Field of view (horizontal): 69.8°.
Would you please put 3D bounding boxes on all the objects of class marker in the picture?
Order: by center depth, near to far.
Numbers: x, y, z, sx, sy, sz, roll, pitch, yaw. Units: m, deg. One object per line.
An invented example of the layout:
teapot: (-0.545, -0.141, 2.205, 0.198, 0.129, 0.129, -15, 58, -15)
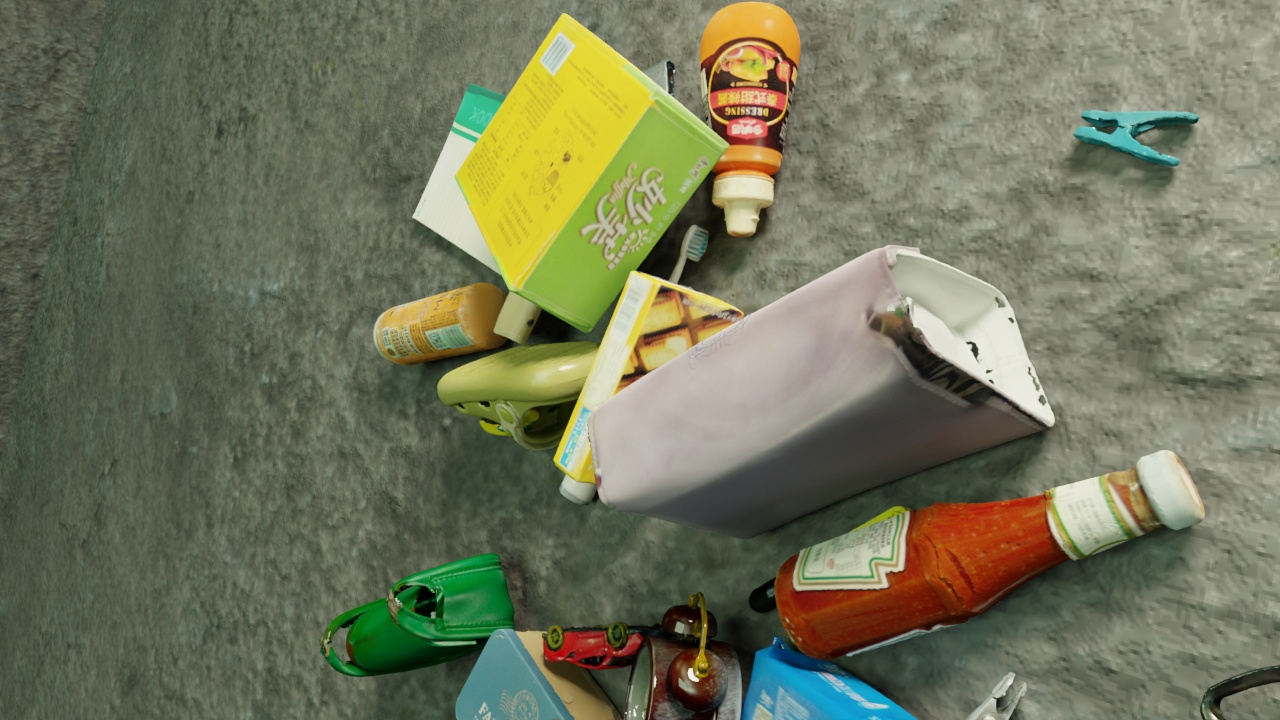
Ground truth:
marker: (0.108, 0.118, 0.535, 0.124, 0.015, 0.018, -40, 55, 33)

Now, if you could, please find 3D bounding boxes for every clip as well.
clip: (0.170, 0.178, 0.451, 0.045, 0.027, 0.058, 37, 98, 26)
clip: (0.245, -0.113, 0.458, 0.056, 0.013, 0.039, 25, 97, 46)

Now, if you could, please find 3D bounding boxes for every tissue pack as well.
tissue pack: (0.101, 0.214, 0.475, 0.157, 0.052, 0.095, -168, 89, -67)

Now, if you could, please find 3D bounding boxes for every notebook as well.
notebook: (-0.136, -0.171, 0.856, 0.209, 0.012, 0.150, 32, 102, 45)

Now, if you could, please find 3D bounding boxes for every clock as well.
clock: (0.026, 0.194, 0.542, 0.082, 0.055, 0.122, -98, 20, -69)

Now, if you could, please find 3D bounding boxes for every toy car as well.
toy car: (-0.019, 0.192, 0.620, 0.107, 0.049, 0.031, -20, 67, 40)

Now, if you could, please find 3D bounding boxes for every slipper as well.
slipper: (-0.086, 0.032, 0.699, 0.191, 0.091, 0.081, -7, 99, 55)

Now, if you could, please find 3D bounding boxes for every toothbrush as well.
toothbrush: (-0.004, 0.004, 0.669, 0.026, 0.026, 0.221, 30, 101, 27)

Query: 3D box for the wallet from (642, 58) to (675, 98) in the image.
wallet: (-0.011, -0.166, 0.725, 0.097, 0.019, 0.120, -13, 73, 42)

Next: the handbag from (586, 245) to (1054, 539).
handbag: (0.087, 0.021, 0.489, 0.198, 0.144, 0.098, -30, 62, 35)

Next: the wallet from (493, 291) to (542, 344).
wallet: (-0.086, -0.071, 0.747, 0.115, 0.024, 0.087, -65, 20, -2)

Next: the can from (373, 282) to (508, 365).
can: (-0.180, -0.031, 0.830, 0.146, 0.058, 0.058, -9, 74, 43)

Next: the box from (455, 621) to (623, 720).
box: (-0.060, 0.265, 0.637, 0.184, 0.059, 0.090, 37, 105, 42)

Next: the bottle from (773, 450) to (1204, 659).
bottle: (0.164, 0.097, 0.457, 0.207, 0.059, 0.059, -29, 60, 32)

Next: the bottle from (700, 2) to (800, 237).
bottle: (0.071, -0.157, 0.614, 0.067, 0.066, 0.149, 1, 88, 45)

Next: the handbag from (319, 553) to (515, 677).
handbag: (-0.171, 0.200, 0.720, 0.132, 0.120, 0.068, -29, 66, 35)

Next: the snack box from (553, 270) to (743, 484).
snack box: (0.006, 0.017, 0.611, 0.034, 0.086, 0.140, 35, 104, 44)

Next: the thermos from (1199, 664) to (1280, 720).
thermos: (0.207, 0.221, 0.381, 0.243, 0.068, 0.090, -49, 36, 23)

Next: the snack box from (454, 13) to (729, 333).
snack box: (-0.047, -0.140, 0.654, 0.158, 0.070, 0.210, -52, 36, 14)
